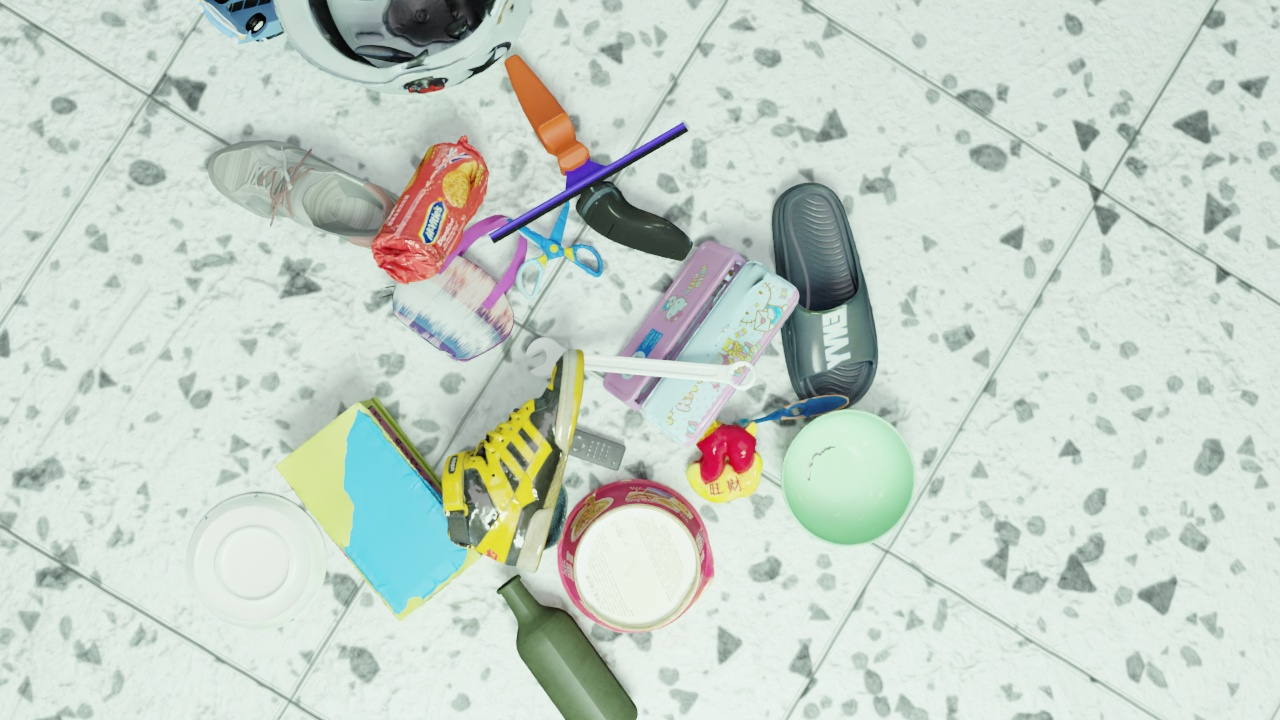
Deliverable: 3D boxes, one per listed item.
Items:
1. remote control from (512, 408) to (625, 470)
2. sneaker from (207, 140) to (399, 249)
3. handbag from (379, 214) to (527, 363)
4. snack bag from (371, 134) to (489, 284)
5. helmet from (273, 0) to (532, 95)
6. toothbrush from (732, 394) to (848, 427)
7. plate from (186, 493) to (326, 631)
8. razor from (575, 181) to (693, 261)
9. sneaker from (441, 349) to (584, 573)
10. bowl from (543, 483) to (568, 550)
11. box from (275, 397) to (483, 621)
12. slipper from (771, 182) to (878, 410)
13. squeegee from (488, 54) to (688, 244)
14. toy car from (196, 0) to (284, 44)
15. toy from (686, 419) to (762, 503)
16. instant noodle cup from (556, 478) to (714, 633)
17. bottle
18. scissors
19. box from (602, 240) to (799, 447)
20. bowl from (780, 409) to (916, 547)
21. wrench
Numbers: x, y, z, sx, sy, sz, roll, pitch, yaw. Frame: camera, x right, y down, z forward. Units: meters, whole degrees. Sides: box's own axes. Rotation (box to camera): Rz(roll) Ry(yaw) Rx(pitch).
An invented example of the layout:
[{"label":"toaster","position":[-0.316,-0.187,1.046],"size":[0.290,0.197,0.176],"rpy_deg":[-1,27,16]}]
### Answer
[{"label":"remote control","position":[-0.085,0.091,1.053],"size":[0.136,0.015,0.032],"rpy_deg":[19,88,-5]},{"label":"sneaker","position":[-0.370,-0.187,1.008],"size":[0.236,0.089,0.099],"rpy_deg":[18,88,-2]},{"label":"handbag","position":[-0.192,-0.090,1.034],"size":[0.144,0.068,0.169],"rpy_deg":[36,81,-1]},{"label":"snack bag","position":[-0.225,-0.159,0.998],"size":[0.082,0.082,0.176],"rpy_deg":[23,64,-2]},{"label":"helmet","position":[-0.241,-0.393,0.983],"size":[0.264,0.163,0.236],"rpy_deg":[-29,86,3]},{"label":"toothbrush","position":[0.169,0.059,1.041],"size":[0.135,0.017,0.021],"rpy_deg":[-15,73,19]},{"label":"plate","position":[-0.434,0.229,1.035],"size":[0.157,0.014,0.157],"rpy_deg":[0,89,-3]},{"label":"razor","position":[-0.005,-0.159,1.048],"size":[0.140,0.053,0.063],"rpy_deg":[25,55,-8]},{"label":"sneaker","position":[-0.136,0.094,0.967],"size":[0.122,0.086,0.238],"rpy_deg":[14,80,-5]},{"label":"bowl","position":[-0.135,0.167,1.026],"size":[0.110,0.055,0.110],"rpy_deg":[1,78,-3]},{"label":"box","position":[-0.280,0.163,1.014],"size":[0.124,0.082,0.221],"rpy_deg":[-40,94,-2]},{"label":"slipper","position":[0.215,-0.075,1.037],"size":[0.110,0.083,0.268],"rpy_deg":[-9,88,-5]},{"label":"squeegee","position":[-0.100,-0.266,1.037],"size":[0.249,0.055,0.184],"rpy_deg":[-31,82,-4]},{"label":"toy car","position":[-0.412,-0.378,0.993],"size":[0.056,0.153,0.055],"rpy_deg":[43,124,-10]},{"label":"toy","position":[0.086,0.096,1.036],"size":[0.106,0.067,0.137],"rpy_deg":[-33,90,18]},{"label":"instant noodle cup","position":[-0.006,0.225,1.023],"size":[0.178,0.078,0.178],"rpy_deg":[0,89,-2]},{"label":"bottle","position":[-0.088,0.331,1.020],"size":[0.071,0.071,0.207],"rpy_deg":[-36,91,-3]},{"label":"scissors","position":[-0.101,-0.122,1.040],"size":[0.125,0.014,0.130],"rpy_deg":[33,71,-18]},{"label":"box","position":[0.063,-0.024,1.014],"size":[0.149,0.051,0.214],"rpy_deg":[34,87,32]},{"label":"bowl","position":[0.226,0.129,1.035],"size":[0.151,0.077,0.151],"rpy_deg":[0,89,-3]},{"label":"wrench","position":[-0.006,0.006,0.999],"size":[0.274,0.009,0.047],"rpy_deg":[5,74,24]}]
